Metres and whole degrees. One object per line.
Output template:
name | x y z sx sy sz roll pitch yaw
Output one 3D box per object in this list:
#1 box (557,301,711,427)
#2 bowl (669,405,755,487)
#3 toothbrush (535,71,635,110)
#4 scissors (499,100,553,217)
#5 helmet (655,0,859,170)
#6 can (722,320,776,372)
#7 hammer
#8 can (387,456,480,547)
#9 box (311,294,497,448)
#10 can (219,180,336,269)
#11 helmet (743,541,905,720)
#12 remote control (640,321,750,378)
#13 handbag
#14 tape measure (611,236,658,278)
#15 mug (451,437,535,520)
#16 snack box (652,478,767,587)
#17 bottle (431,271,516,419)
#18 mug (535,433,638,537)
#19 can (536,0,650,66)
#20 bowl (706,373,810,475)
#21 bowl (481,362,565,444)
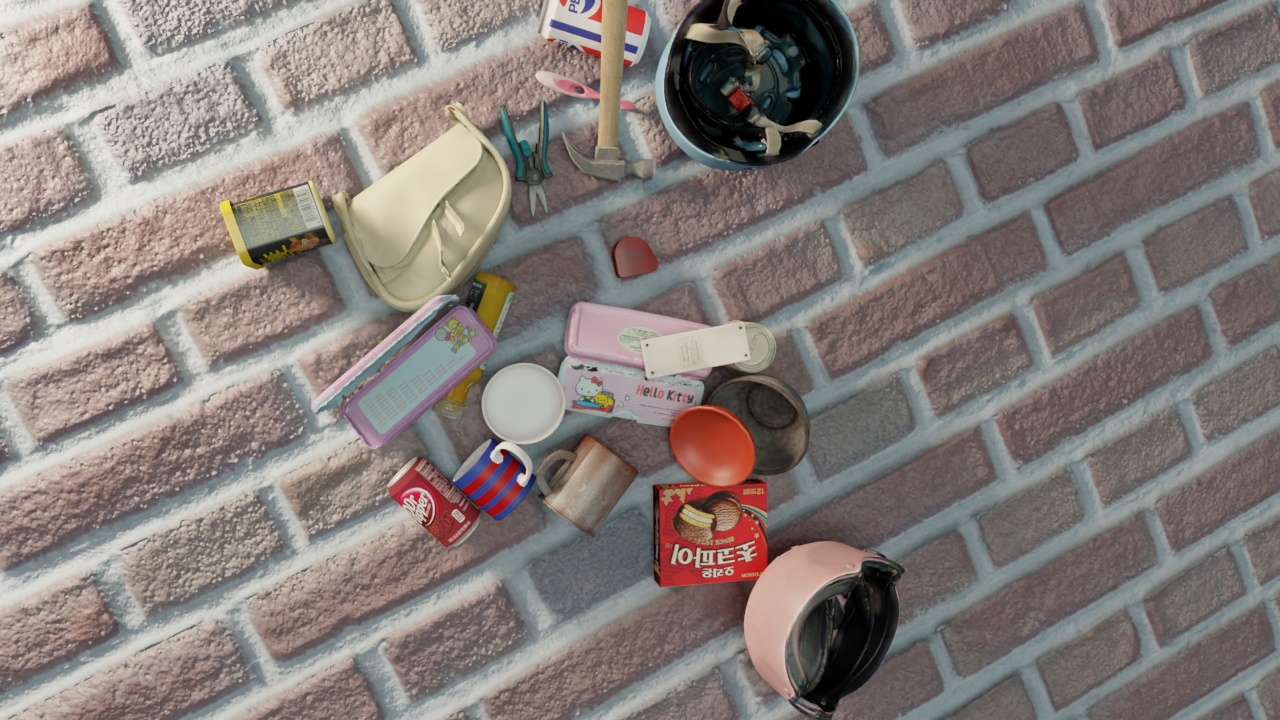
box | -0.005 0.008 1.210 0.201 0.059 0.155 10 92 -13
bowl | 0.101 0.108 1.218 0.122 0.122 0.035 60 37 -10
toothbrush | -0.071 -0.348 1.191 0.135 0.016 0.021 16 90 -11
scissors | -0.142 -0.268 1.177 0.120 0.019 0.150 -47 107 -10
helmet | 0.137 -0.358 1.159 0.265 0.167 0.225 -31 102 -8
can | 0.138 -0.019 1.230 0.067 0.076 0.067 -1 94 -13
hammer | -0.033 -0.383 1.127 0.119 0.030 0.332 1 119 -7
can | -0.259 0.179 1.158 0.063 0.063 0.114 -45 102 -7
box | -0.283 0.015 1.095 0.214 0.092 0.090 -39 84 9
can | -0.415 -0.157 1.065 0.101 0.131 0.072 -20 98 -14
helmet | 0.238 0.349 1.232 0.255 0.153 0.230 17 92 -44
remote control | 0.071 -0.013 1.180 0.136 0.011 0.050 -10 89 1
handbag | -0.252 -0.182 1.107 0.229 0.132 0.184 -40 96 -10
tape measure | -0.008 -0.138 1.217 0.059 0.019 0.051 -12 95 -19
mug | -0.174 0.143 1.155 0.076 0.112 0.074 44 40 -12
snack box | 0.096 0.235 1.259 0.152 0.036 0.132 -2 94 -13
bottle | -0.214 -0.018 1.160 0.053 0.053 0.186 21 89 -14
mug | -0.077 0.152 1.180 0.123 0.096 0.110 41 77 -35
can | -0.059 -0.424 1.159 0.132 0.070 0.070 13 91 -14
bowl | 0.165 0.075 1.229 0.145 0.145 0.067 60 37 -10
bowl | -0.151 0.055 1.176 0.105 0.054 0.105 0 87 -10
